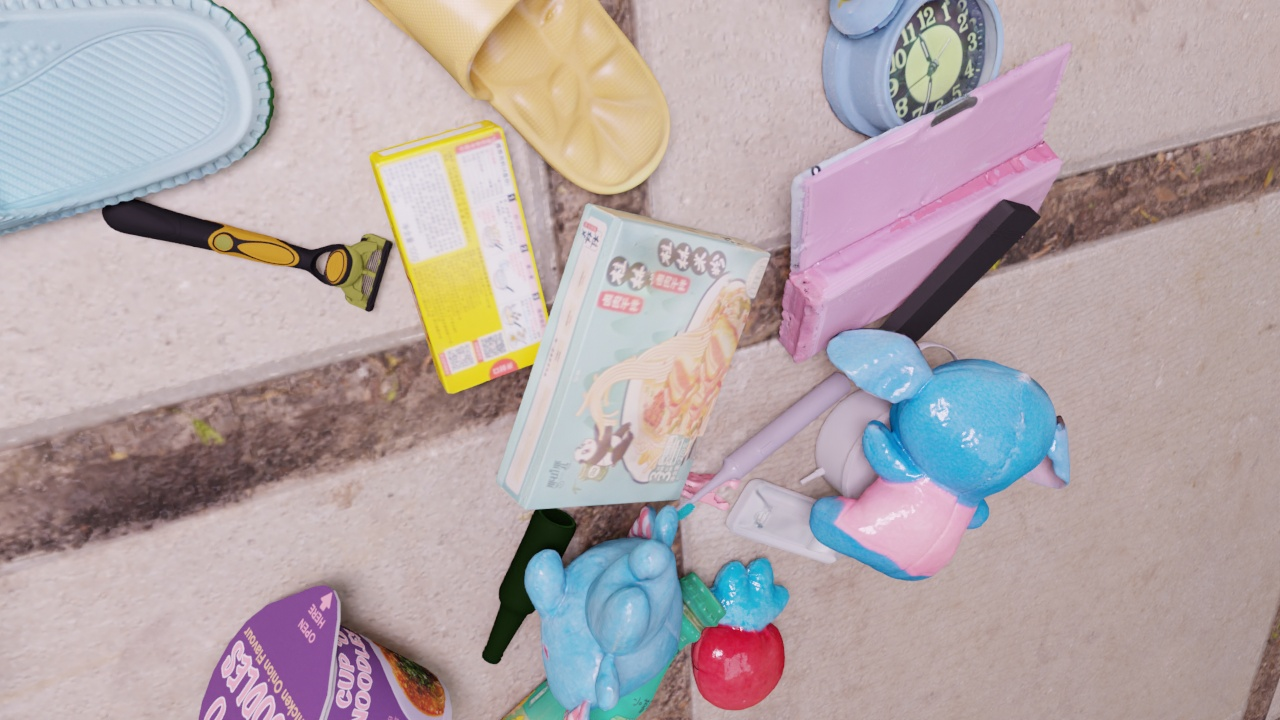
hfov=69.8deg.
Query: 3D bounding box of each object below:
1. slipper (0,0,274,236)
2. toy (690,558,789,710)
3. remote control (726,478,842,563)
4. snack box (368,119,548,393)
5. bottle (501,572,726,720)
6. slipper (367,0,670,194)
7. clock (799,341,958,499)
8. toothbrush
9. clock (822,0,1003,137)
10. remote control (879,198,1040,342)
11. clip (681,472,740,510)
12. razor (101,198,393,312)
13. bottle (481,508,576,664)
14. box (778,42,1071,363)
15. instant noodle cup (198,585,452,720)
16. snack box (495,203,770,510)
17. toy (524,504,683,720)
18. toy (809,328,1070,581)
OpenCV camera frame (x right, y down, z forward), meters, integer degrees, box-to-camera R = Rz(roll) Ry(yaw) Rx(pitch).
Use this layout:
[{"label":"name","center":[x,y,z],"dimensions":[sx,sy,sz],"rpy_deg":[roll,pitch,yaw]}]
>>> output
[{"label":"slipper","center":[-0.303,-0.102,0.401],"dimensions":[0.275,0.069,0.116],"rpy_deg":[-17,123,-21]},{"label":"toy","center":[0.082,0.230,0.769],"dimensions":[0.092,0.062,0.133],"rpy_deg":[0,96,-37]},{"label":"remote control","center":[0.131,0.138,0.770],"dimensions":[0.133,0.022,0.050],"rpy_deg":[23,100,-34]},{"label":"snack box","center":[-0.103,-0.059,0.551],"dimensions":[0.075,0.025,0.152],"rpy_deg":[-21,121,-18]},{"label":"bottle","center":[-0.024,0.249,0.712],"dimensions":[0.209,0.068,0.068],"rpy_deg":[-40,125,-6]},{"label":"slipper","center":[-0.068,-0.186,0.480],"dimensions":[0.099,0.078,0.263],"rpy_deg":[-49,126,-3]},{"label":"clock","center":[0.210,0.058,0.752],"dimensions":[0.120,0.061,0.159],"rpy_deg":[30,97,-35]},{"label":"toothbrush","center":[0.092,0.064,0.689],"dimensions":[0.187,0.019,0.018],"rpy_deg":[-34,128,-27]},{"label":"clock","center":[0.179,-0.217,0.606],"dimensions":[0.118,0.060,0.162],"rpy_deg":[-34,127,-9]},{"label":"remote control","center":[0.237,-0.064,0.687],"dimensions":[0.058,0.013,0.134],"rpy_deg":[-2,139,-49]},{"label":"clip","center":[0.056,0.096,0.712],"dimensions":[0.045,0.023,0.059],"rpy_deg":[-49,127,-5]},{"label":"razor","center":[-0.210,-0.062,0.498],"dimensions":[0.144,0.021,0.044],"rpy_deg":[13,106,-30]},{"label":"bottle","center":[-0.085,0.165,0.662],"dimensions":[0.033,0.033,0.123],"rpy_deg":[17,104,-33]},{"label":"box","center":[0.201,-0.103,0.644],"dimensions":[0.232,0.040,0.179],"rpy_deg":[-29,148,-13]},{"label":"instant noodle cup","center":[-0.189,0.223,0.593],"dimensions":[0.122,0.122,0.136],"rpy_deg":[38,83,-45]},{"label":"snack box","center":[-0.004,0.004,0.608],"dimensions":[0.141,0.044,0.194],"rpy_deg":[4,112,-45]},{"label":"toy","center":[-0.024,0.166,0.614],"dimensions":[0.181,0.115,0.183],"rpy_deg":[99,12,-63]},{"label":"toy","center":[0.210,0.077,0.679],"dimensions":[0.224,0.099,0.192],"rpy_deg":[27,106,-24]}]
